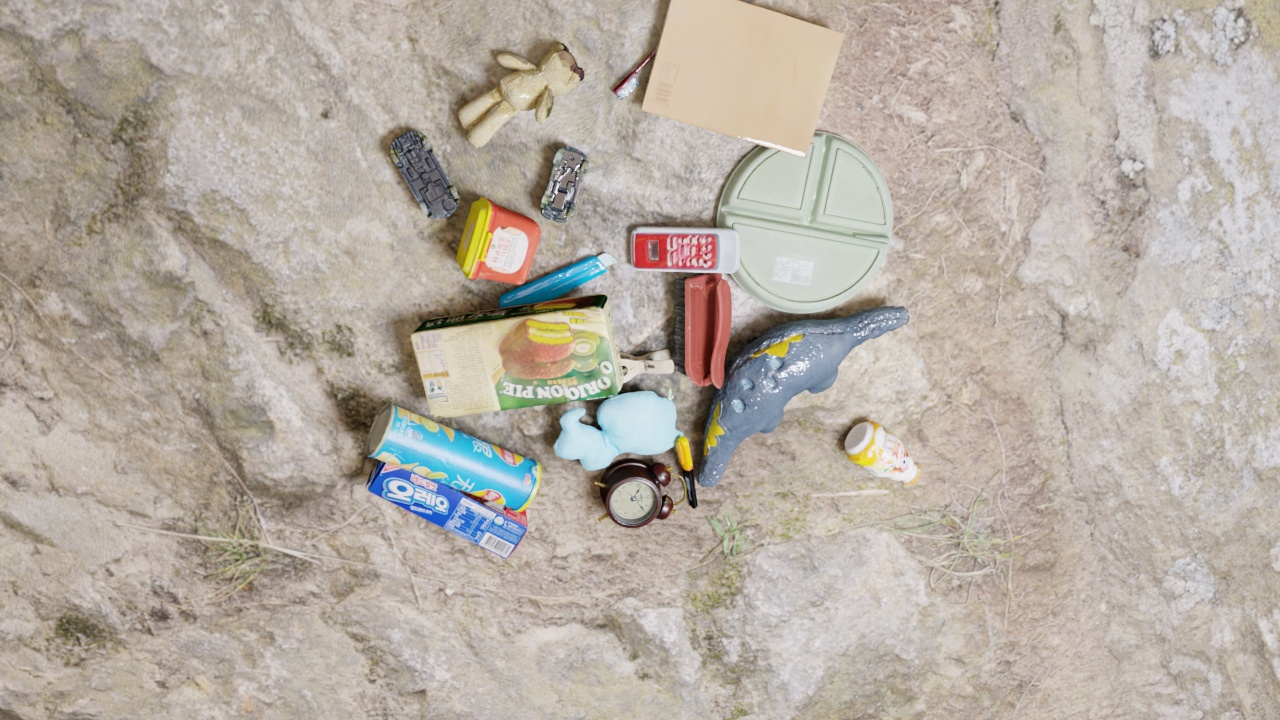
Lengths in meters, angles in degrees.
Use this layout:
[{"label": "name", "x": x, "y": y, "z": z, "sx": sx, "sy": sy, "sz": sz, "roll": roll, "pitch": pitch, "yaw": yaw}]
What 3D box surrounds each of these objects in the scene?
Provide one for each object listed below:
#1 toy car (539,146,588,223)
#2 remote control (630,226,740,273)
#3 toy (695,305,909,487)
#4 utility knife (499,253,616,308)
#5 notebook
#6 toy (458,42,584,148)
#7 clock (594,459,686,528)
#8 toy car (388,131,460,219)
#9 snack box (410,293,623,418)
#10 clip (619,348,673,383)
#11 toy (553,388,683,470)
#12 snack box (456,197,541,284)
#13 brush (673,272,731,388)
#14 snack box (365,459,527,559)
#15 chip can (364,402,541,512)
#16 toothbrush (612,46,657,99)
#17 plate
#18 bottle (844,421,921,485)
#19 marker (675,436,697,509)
[{"label": "toy car", "x": -0.092, "y": -0.211, "z": 1.099, "sx": 0.043, "sy": 0.034, "sz": 0.091, "roll": 15, "pitch": 102, "yaw": -11}, {"label": "remote control", "x": 0.055, "y": -0.137, "z": 1.133, "sx": 0.136, "sy": 0.020, "sz": 0.056, "roll": 3, "pitch": 107, "yaw": 9}, {"label": "toy", "x": 0.186, "y": 0.022, "z": 1.189, "sx": 0.356, "sy": 0.091, "sz": 0.138, "roll": -39, "pitch": 121, "yaw": 7}, {"label": "utility knife", "x": -0.104, "y": -0.095, "z": 1.143, "sx": 0.161, "sy": 0.018, "sz": 0.034, "roll": -25, "pitch": 113, "yaw": -2}, {"label": "notebook", "x": 0.120, "y": -0.340, "z": 1.080, "sx": 0.211, "sy": 0.012, "sz": 0.150, "roll": 14, "pitch": 105, "yaw": -9}, {"label": "toy", "x": -0.138, "y": -0.302, "z": 1.054, "sx": 0.157, "sy": 0.066, "sz": 0.105, "roll": -32, "pitch": 67, "yaw": 6}, {"label": "clock", "x": 0.001, "y": 0.177, "z": 1.224, "sx": 0.122, "sy": 0.055, "sz": 0.082, "roll": -6, "pitch": 108, "yaw": -4}, {"label": "toy car", "x": -0.251, "y": -0.216, "z": 1.073, "sx": 0.049, "sy": 0.031, "sz": 0.105, "roll": -27, "pitch": 108, "yaw": 1}, {"label": "snack box", "x": -0.147, "y": -0.005, "z": 1.111, "sx": 0.240, "sy": 0.063, "sz": 0.114, "roll": -8, "pitch": 109, "yaw": 9}, {"label": "clip", "x": -0.008, "y": 0.005, "z": 1.179, "sx": 0.100, "sy": 0.070, "sz": 0.035, "roll": -9, "pitch": 107, "yaw": 1}, {"label": "toy", "x": -0.023, "y": 0.088, "z": 1.193, "sx": 0.161, "sy": 0.049, "sz": 0.156, "roll": 32, "pitch": 110, "yaw": -29}, {"label": "snack box", "x": -0.167, "y": -0.138, "z": 1.088, "sx": 0.080, "sy": 0.082, "sz": 0.091, "roll": 14, "pitch": 105, "yaw": -23}, {"label": "brush", "x": 0.081, "y": -0.036, "z": 1.156, "sx": 0.063, "sy": 0.069, "sz": 0.146, "roll": -17, "pitch": 115, "yaw": -43}, {"label": "snack box", "x": -0.247, "y": 0.182, "z": 1.186, "sx": 0.207, "sy": 0.058, "sz": 0.057, "roll": 30, "pitch": 101, "yaw": -17}, {"label": "chip can", "x": -0.230, "y": 0.122, "z": 1.141, "sx": 0.210, "sy": 0.071, "sz": 0.071, "roll": 26, "pitch": 102, "yaw": -28}, {"label": "toothbrush", "x": 0.039, "y": -0.377, "z": 1.078, "sx": 0.188, "sy": 0.016, "sz": 0.017, "roll": -43, "pitch": 116, "yaw": 6}, {"label": "plate", "x": 0.210, "y": -0.171, "z": 1.150, "sx": 0.230, "sy": 0.027, "sz": 0.230, "roll": -1, "pitch": 101, "yaw": -6}, {"label": "bottle", "x": 0.334, "y": 0.131, "z": 1.259, "sx": 0.108, "sy": 0.063, "sz": 0.063, "roll": 34, "pitch": 99, "yaw": -17}, {"label": "marker", "x": 0.063, "y": 0.153, "z": 1.232, "sx": 0.015, "sy": 0.018, "sz": 0.124, "roll": -30, "pitch": 129, "yaw": -25}]
